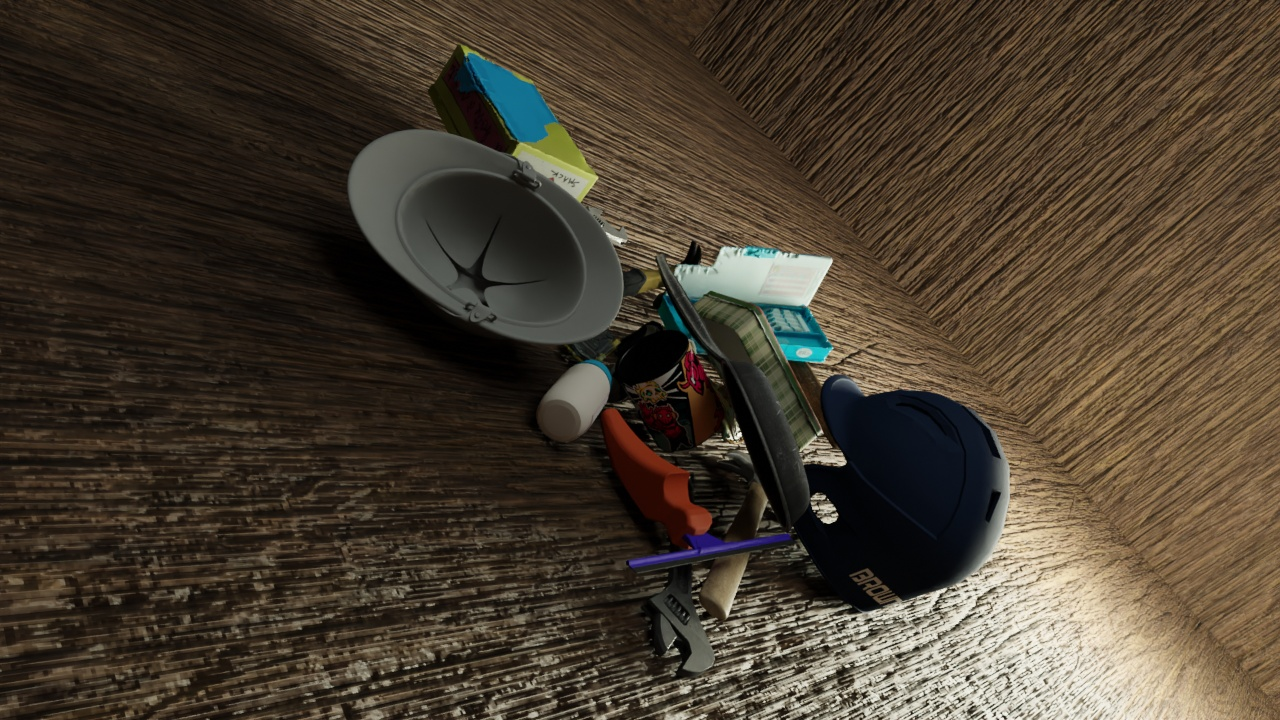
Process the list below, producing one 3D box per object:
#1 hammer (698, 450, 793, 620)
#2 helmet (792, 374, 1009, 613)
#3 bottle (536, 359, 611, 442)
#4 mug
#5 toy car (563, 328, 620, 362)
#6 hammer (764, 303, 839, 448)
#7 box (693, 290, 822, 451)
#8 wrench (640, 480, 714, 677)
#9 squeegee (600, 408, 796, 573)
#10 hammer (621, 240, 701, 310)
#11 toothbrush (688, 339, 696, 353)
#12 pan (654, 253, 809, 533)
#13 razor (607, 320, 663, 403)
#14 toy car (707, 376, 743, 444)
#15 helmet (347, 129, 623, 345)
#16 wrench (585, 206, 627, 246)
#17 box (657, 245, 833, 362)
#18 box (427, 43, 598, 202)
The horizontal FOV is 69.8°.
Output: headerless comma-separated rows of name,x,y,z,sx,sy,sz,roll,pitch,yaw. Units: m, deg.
hammer,0.103,0.176,0.931,0.119,0.031,0.330,44,22,3
helmet,0.294,0.127,1.040,0.232,0.223,0.272,32,30,-49
bottle,-0.057,0.031,0.886,0.051,0.051,0.146,43,22,-4
mug,0.030,0.022,0.967,0.117,0.082,0.098,-95,160,-57
toy car,-0.056,-0.018,1.005,0.049,0.030,0.106,45,20,0
hammer,0.177,0.004,1.237,0.217,0.037,0.300,4,38,-23
box,0.139,0.013,1.112,0.118,0.049,0.205,22,-31,58
wrench,0.037,0.181,0.830,0.073,0.018,0.272,39,21,-13
squeegee,0.016,0.116,0.844,0.249,0.055,0.184,6,40,-51
hammer,-0.020,-0.094,1.120,0.025,0.118,0.332,45,27,17
toothbrush,0.060,0.021,1.045,0.155,0.015,0.022,80,-7,-61
pan,0.094,0.016,0.977,0.187,0.055,0.356,71,-1,-60
razor,-0.006,0.006,1.022,0.060,0.057,0.156,3,23,10
toy car,0.097,0.049,1.123,0.112,0.047,0.047,52,27,20
helmet,-0.157,-0.093,0.868,0.271,0.118,0.183,26,58,-21
wrench,-0.083,-0.177,1.255,0.083,0.018,0.272,45,22,2
box,0.152,-0.076,1.192,0.226,0.122,0.097,3,38,-24
box,-0.150,-0.258,1.048,0.124,0.081,0.221,14,33,-45
